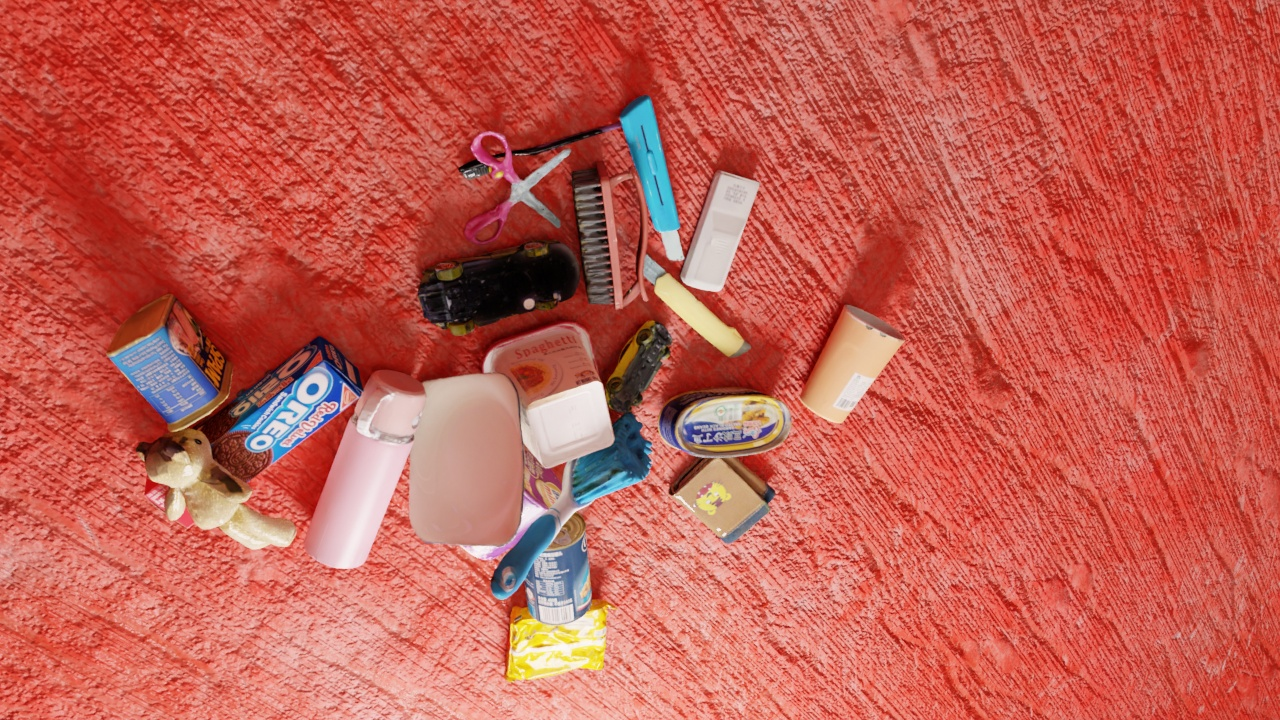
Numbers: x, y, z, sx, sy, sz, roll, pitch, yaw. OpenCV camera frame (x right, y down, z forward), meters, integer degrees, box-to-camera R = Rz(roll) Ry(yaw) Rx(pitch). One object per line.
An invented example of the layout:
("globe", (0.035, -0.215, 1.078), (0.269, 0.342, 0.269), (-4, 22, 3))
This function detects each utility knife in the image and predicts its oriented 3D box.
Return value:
("utility knife", (0.017, -0.173, 0.912), (0.034, 0.018, 0.182), (-26, 128, -10))
("utility knife", (0.058, -0.055, 0.989), (0.031, 0.019, 0.183), (-50, 127, 1))

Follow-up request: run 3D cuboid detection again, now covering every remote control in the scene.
("remote control", (0.083, -0.133, 0.959), (0.049, 0.024, 0.125), (9, 109, -26))

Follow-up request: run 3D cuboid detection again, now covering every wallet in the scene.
("wallet", (0.099, 0.159, 1.099), (0.090, 0.033, 0.115), (-45, 118, 4))

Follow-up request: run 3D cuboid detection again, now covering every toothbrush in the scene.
("toothbrush", (-0.081, -0.203, 0.868), (0.189, 0.014, 0.017), (-19, 127, -13))

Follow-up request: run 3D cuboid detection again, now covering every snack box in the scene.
("snack box", (-0.360, 0.065, 0.857), (0.207, 0.058, 0.057), (-37, 124, -2))

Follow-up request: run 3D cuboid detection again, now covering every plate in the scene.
("plate", (-0.162, 0.095, 0.885), (0.034, 0.165, 0.163), (5, 82, -51))

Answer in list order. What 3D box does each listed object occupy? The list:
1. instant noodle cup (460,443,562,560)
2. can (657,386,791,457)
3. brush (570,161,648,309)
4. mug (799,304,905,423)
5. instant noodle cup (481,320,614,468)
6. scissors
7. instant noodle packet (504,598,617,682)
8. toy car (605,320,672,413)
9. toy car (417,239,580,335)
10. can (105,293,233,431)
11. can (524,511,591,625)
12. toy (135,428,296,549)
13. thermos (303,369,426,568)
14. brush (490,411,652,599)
("instant noodle cup", (-0.147, 0.146, 0.957), (0.099, 0.111, 0.111), (-42, 122, 11))
("can", (0.096, 0.069, 1.033), (0.148, 0.049, 0.074), (-2, 98, -23))
("brush", (-0.026, -0.117, 0.901), (0.069, 0.063, 0.146), (-8, 118, -4))
("mug", (0.240, 0.007, 1.060), (0.078, 0.078, 0.123), (18, 110, -28))
("instant noodle cup", (-0.086, 0.037, 0.913), (0.116, 0.124, 0.117), (-18, 119, -13))
("scissors", (-0.120, -0.159, 0.862), (0.134, 0.017, 0.133), (-41, 135, 10))
("instant noodle packet", (-0.096, 0.330, 1.093), (0.128, 0.044, 0.111), (-2, 121, -17))
("toy car", (-0.006, 0.006, 0.975), (0.105, 0.032, 0.048), (-60, 142, -8))
("toy car", (-0.136, -0.073, 0.889), (0.158, 0.042, 0.070), (-14, 118, -14))
("can", (-0.400, 0.000, 0.785), (0.057, 0.102, 0.083), (-31, 119, -5))
("can", (-0.095, 0.232, 1.029), (0.075, 0.075, 0.111), (-11, 118, -17))
("toy", (-0.371, 0.119, 0.814), (0.105, 0.066, 0.157), (-8, 135, 30))
("thermos", (-0.271, 0.108, 0.897), (0.067, 0.087, 0.199), (27, 106, 5))
("brush", (-0.057, 0.131, 0.880), (0.109, 0.314, 0.060), (-30, 98, 12))
